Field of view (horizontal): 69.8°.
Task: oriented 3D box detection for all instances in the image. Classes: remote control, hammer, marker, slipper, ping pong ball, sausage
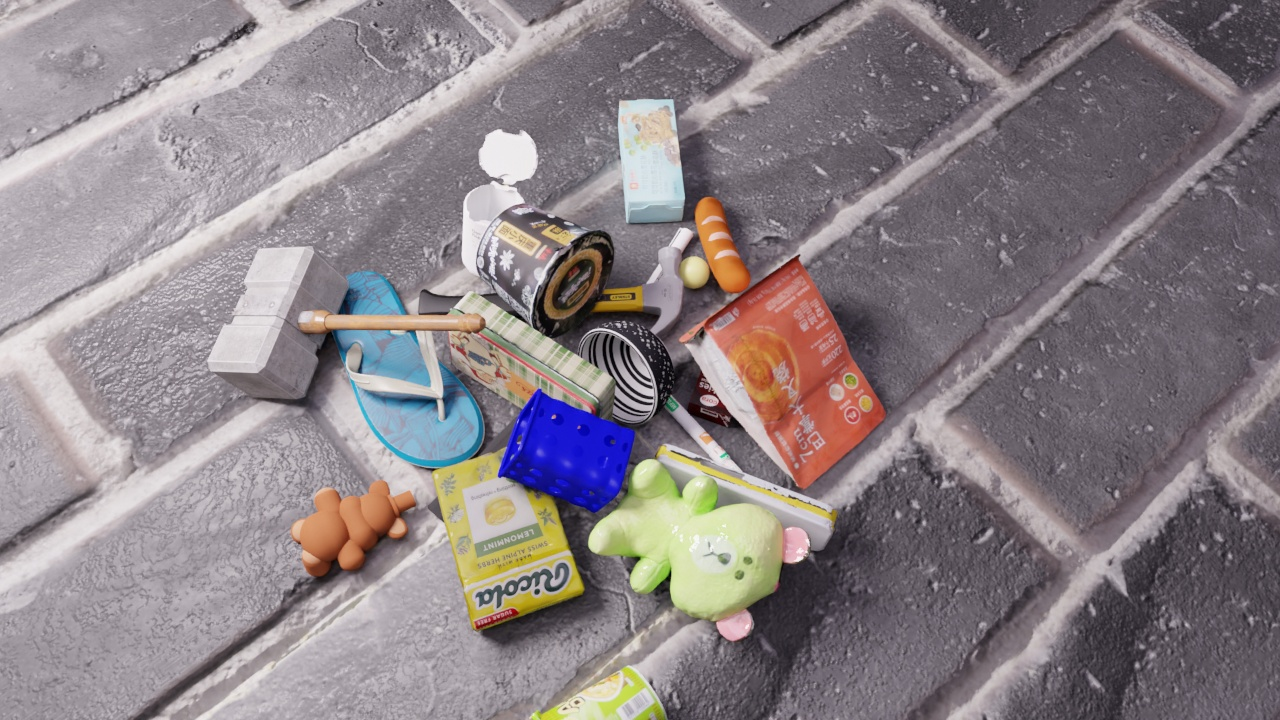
[{"bbox_3d":[-0.177,0.122,1.032,0.033,0.015,0.146,37,68,15],"label":"remote control"},{"bbox_3d":[-0.305,-0.041,1.005,0.318,0.083,0.162,1,63,24],"label":"hammer"},{"bbox_3d":[0.028,-0.116,1.160,0.020,0.017,0.133,34,66,-4],"label":"marker"},{"bbox_3d":[-0.288,0.002,1.064,0.118,0.060,0.295,-30,67,-12],"label":"slipper"},{"bbox_3d":[-0.108,-0.070,1.115,0.323,0.029,0.127,-3,71,1],"label":"hammer"},{"bbox_3d":[0.066,-0.110,1.146,0.040,0.040,0.040,1,63,-2],"label":"ping pong ball"},{"bbox_3d":[0.067,0.084,1.062,0.017,0.017,0.145,-37,70,-19],"label":"marker"},{"bbox_3d":[0.100,-0.144,1.150,0.039,0.045,0.164,8,44,-24],"label":"sausage"}]

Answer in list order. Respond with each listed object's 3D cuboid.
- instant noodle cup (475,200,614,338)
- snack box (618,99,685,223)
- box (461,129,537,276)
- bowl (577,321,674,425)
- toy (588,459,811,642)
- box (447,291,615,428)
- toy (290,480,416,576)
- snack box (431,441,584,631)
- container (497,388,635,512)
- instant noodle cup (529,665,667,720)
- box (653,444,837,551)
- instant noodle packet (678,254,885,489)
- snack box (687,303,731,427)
[{"bbox_3d":[-0.116,-0.110,1.050,0.112,0.137,0.137,33,66,22],"label":"instant noodle cup"},{"bbox_3d":[0.013,-0.265,1.215,0.075,0.053,0.174,-3,63,-3],"label":"snack box"},{"bbox_3d":[-0.173,-0.189,1.117,0.084,0.156,0.125,18,53,2],"label":"box"},{"bbox_3d":[-0.006,0.006,1.048,0.120,0.120,0.066,43,49,17],"label":"bowl"},{"bbox_3d":[0.057,0.194,0.962,0.197,0.107,0.150,33,85,4],"label":"toy"},{"bbox_3d":[-0.125,0.012,1.035,0.205,0.118,0.050,31,64,11],"label":"box"},{"bbox_3d":[-0.305,0.175,0.984,0.127,0.065,0.095,-23,74,-23],"label":"toy"},{"bbox_3d":[-0.143,0.181,0.978,0.121,0.045,0.180,-16,71,-13],"label":"snack box"},{"bbox_3d":[-0.077,0.098,0.964,0.113,0.085,0.084,24,57,-13],"label":"container"},{"bbox_3d":[-0.036,0.355,0.884,0.107,0.099,0.099,-28,68,-24],"label":"instant noodle cup"},{"bbox_3d":[0.109,0.151,1.005,0.210,0.065,0.037,21,57,8],"label":"box"},{"bbox_3d":[0.176,0.015,1.051,0.164,0.084,0.221,-35,88,-29],"label":"instant noodle packet"},{"bbox_3d":[0.103,0.005,1.095,0.051,0.032,0.140,20,64,7],"label":"snack box"}]
